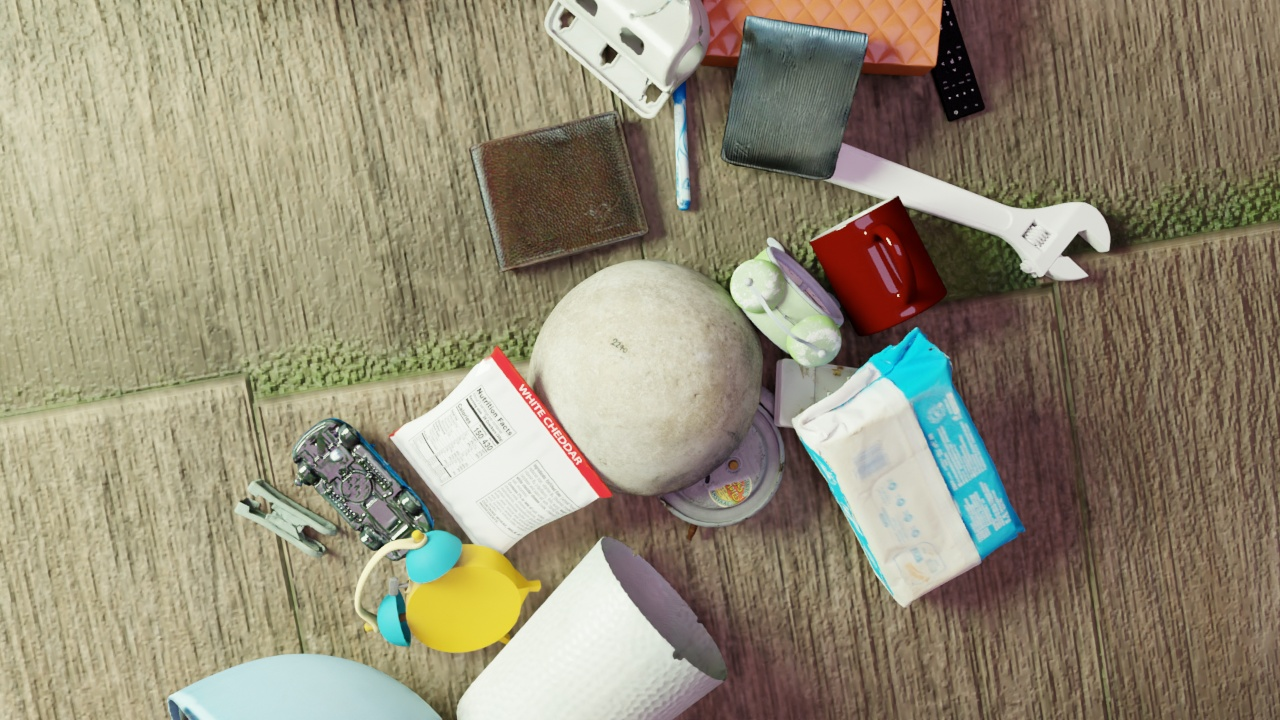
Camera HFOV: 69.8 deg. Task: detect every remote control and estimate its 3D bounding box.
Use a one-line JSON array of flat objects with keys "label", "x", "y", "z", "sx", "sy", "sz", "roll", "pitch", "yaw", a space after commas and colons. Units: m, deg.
[{"label": "remote control", "x": 0.235, "y": -0.259, "z": 0.721, "sx": 0.030, "sy": 0.009, "sz": 0.140, "roll": -20, "pitch": 93, "yaw": -2}, {"label": "remote control", "x": 0.164, "y": 0.031, "z": 0.704, "sx": 0.135, "sy": 0.011, "sz": 0.050, "roll": 7, "pitch": 81, "yaw": -22}]

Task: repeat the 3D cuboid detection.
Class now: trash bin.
[{"label": "trash bin", "x": -0.040, "y": 0.233, "z": 0.672, "sx": 0.161, "sy": 0.133, "sz": 0.133, "roll": -44, "pitch": 94, "yaw": 4}]

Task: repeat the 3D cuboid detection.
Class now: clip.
[{"label": "clip", "x": 0.002, "y": -0.266, "z": 0.657, "sx": 0.125, "sy": 0.075, "sz": 0.144, "roll": 44, "pitch": 119, "yaw": 12}, {"label": "clip", "x": -0.270, "y": 0.122, "z": 0.702, "sx": 0.076, "sy": 0.023, "sz": 0.045, "roll": 31, "pitch": 92, "yaw": -2}]

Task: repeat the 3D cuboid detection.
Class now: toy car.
[{"label": "toy car", "x": -0.209, "y": 0.097, "z": 0.693, "sx": 0.056, "sy": 0.043, "sz": 0.120, "roll": -42, "pitch": 97, "yaw": -1}]

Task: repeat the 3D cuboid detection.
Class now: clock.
[{"label": "clock", "x": -0.145, "y": 0.175, "z": 0.687, "sx": 0.129, "sy": 0.043, "sz": 0.099, "roll": 21, "pitch": 111, "yaw": -24}, {"label": "clock", "x": 0.109, "y": -0.041, "z": 0.677, "sx": 0.094, "sy": 0.119, "sz": 0.043, "roll": 43, "pitch": 110, "yaw": -2}, {"label": "clock", "x": 0.066, "y": 0.063, "z": 0.702, "sx": 0.148, "sy": 0.056, "sz": 0.104, "roll": -43, "pitch": 92, "yaw": 1}]

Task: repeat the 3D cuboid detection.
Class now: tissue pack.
[{"label": "tissue pack", "x": 0.198, "y": 0.082, "z": 0.680, "sx": 0.117, "sy": 0.066, "sz": 0.209, "roll": -33, "pitch": 116, "yaw": -1}]

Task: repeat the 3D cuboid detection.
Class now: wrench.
[{"label": "wrench", "x": 0.239, "y": -0.127, "z": 0.724, "sx": 0.273, "sy": 0.018, "sz": 0.066, "roll": 19, "pitch": 91, "yaw": -3}]

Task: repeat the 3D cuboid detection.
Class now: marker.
[{"label": "marker", "x": 0.032, "y": -0.188, "z": 0.711, "sx": 0.013, "sy": 0.013, "sz": 0.142, "roll": -3, "pitch": 93, "yaw": -3}]

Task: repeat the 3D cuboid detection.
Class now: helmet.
[{"label": "helmet", "x": -0.206, "y": 0.309, "z": 0.631, "sx": 0.166, "sy": 0.226, "sz": 0.265, "roll": -37, "pitch": 97, "yaw": -39}]

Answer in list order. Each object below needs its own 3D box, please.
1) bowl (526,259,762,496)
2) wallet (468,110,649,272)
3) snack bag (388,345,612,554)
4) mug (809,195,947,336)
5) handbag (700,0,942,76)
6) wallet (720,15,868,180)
[{"label": "bowl", "x": -0.004, "y": 0.004, "z": 0.654, "sx": 0.178, "sy": 0.081, "sz": 0.178, "roll": -3, "pitch": 77, "yaw": 12}, {"label": "wallet", "x": -0.062, "y": -0.129, "z": 0.701, "sx": 0.120, "sy": 0.031, "sz": 0.099, "roll": -14, "pitch": 96, "yaw": -4}, {"label": "snack bag", "x": -0.109, "y": 0.077, "z": 0.675, "sx": 0.144, "sy": 0.039, "sz": 0.131, "roll": -35, "pitch": 95, "yaw": 34}, {"label": "mug", "x": 0.180, "y": -0.070, "z": 0.678, "sx": 0.073, "sy": 0.105, "sz": 0.082, "roll": -28, "pitch": 94, "yaw": 0}, {"label": "handbag", "x": 0.134, "y": -0.275, "z": 0.685, "sx": 0.172, "sy": 0.060, "sz": 0.109, "roll": 5, "pitch": 100, "yaw": 5}, {"label": "wallet", "x": 0.109, "y": -0.188, "z": 0.671, "sx": 0.089, "sy": 0.026, "sz": 0.115, "roll": 9, "pitch": 126, "yaw": 3}]
